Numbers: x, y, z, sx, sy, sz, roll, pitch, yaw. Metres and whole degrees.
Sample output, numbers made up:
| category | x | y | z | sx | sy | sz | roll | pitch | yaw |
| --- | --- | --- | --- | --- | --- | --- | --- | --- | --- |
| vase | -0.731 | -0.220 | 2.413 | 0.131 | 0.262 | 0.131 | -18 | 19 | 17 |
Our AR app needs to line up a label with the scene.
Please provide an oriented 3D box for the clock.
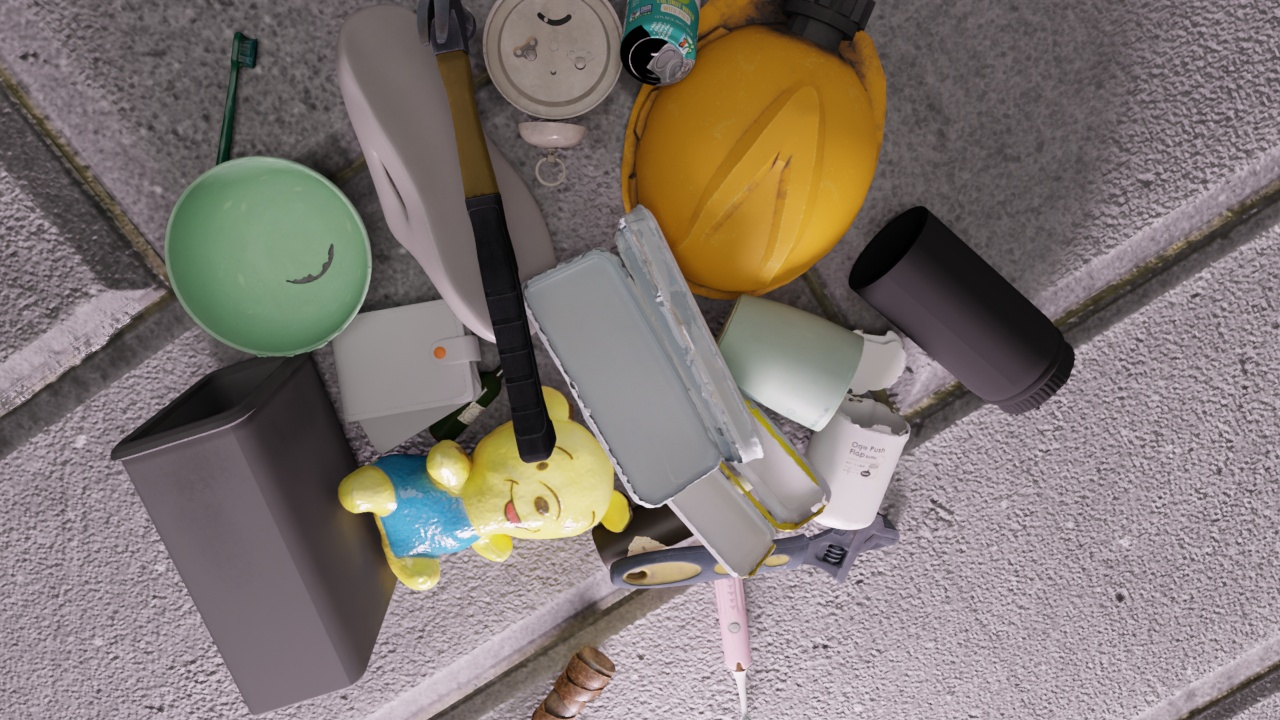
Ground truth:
| category | x | y | z | sx | sy | sz | roll | pitch | yaw |
| --- | --- | --- | --- | --- | --- | --- | --- | --- | --- |
| clock | -0.067 | -0.214 | 0.705 | 0.103 | 0.061 | 0.157 | 2 | 97 | -5 |

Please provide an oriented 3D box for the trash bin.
| category | x | y | z | sx | sy | sz | roll | pitch | yaw |
| --- | --- | --- | --- | --- | --- | --- | --- | --- | --- |
| trash bin | -0.281 | 0.121 | 0.714 | 0.097 | 0.191 | 0.220 | -17 | 107 | 1 |

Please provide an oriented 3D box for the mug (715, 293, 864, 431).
| category | x | y | z | sx | sy | sz | roll | pitch | yaw |
| --- | --- | --- | --- | --- | --- | --- | --- | --- | --- |
| mug | 0.113 | -0.005 | 0.745 | 0.104 | 0.111 | 0.084 | 25 | 99 | 1 |

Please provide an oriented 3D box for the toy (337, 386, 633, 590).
| category | x | y | z | sx | sy | sz | roll | pitch | yaw |
| --- | --- | --- | --- | --- | --- | --- | --- | --- | --- |
| toy | -0.125 | 0.107 | 0.771 | 0.214 | 0.084 | 0.149 | -19 | 127 | -3 |

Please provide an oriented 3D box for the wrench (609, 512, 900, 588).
| category | x | y | z | sx | sy | sz | roll | pitch | yaw |
| --- | --- | --- | --- | --- | --- | --- | --- | --- | --- |
| wrench | 0.107 | 0.173 | 0.814 | 0.273 | 0.022 | 0.073 | -3 | 109 | -14 |

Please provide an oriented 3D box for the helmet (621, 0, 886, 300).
| category | x | y | z | sx | sy | sz | roll | pitch | yaw |
| --- | --- | --- | --- | --- | --- | --- | --- | --- | --- |
| helmet | 0.095 | -0.157 | 0.694 | 0.205 | 0.131 | 0.256 | 20 | 104 | -9 |

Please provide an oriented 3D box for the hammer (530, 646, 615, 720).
| category | x | y | z | sx | sy | sz | roll | pitch | yaw |
| --- | --- | --- | --- | --- | --- | --- | --- | --- | --- |
| hammer | -0.134 | 0.399 | 0.874 | 0.121 | 0.049 | 0.319 | 37 | 98 | -9 |

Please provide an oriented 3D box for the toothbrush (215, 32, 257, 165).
| category | x | y | z | sx | sy | sz | roll | pitch | yaw |
| --- | --- | --- | --- | --- | --- | --- | --- | --- | --- |
| toothbrush | -0.325 | -0.161 | 0.725 | 0.017 | 0.016 | 0.190 | 12 | 104 | -11 |

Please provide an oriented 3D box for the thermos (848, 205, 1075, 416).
| category | x | y | z | sx | sy | sz | roll | pitch | yaw |
| --- | --- | --- | --- | --- | --- | --- | --- | --- | --- |
| thermos | 0.275 | -0.031 | 0.761 | 0.198 | 0.086 | 0.086 | 38 | 99 | -12 |

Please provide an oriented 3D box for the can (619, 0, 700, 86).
| category | x | y | z | sx | sy | sz | roll | pitch | yaw |
| --- | --- | --- | --- | --- | --- | --- | --- | --- | --- |
| can | 0.016 | -0.253 | 0.675 | 0.055 | 0.101 | 0.055 | 4 | 146 | 3 |

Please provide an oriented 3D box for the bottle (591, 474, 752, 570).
| category | x | y | z | sx | sy | sz | roll | pitch | yaw |
| --- | --- | --- | --- | --- | --- | --- | --- | --- | --- |
| bottle | 0.048 | 0.129 | 0.810 | 0.184 | 0.045 | 0.045 | -27 | 105 | 3 |

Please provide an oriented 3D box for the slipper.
| category | x | y | z | sx | sy | sz | roll | pitch | yaw |
| --- | --- | --- | --- | --- | --- | --- | --- | --- | --- |
| slipper | -0.160 | -0.135 | 0.714 | 0.112 | 0.081 | 0.266 | -43 | 114 | -38 |

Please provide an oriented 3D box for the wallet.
| category | x | y | z | sx | sy | sz | roll | pitch | yaw |
| --- | --- | --- | --- | --- | --- | --- | --- | --- | --- |
| wallet | -0.189 | 0.014 | 0.755 | 0.118 | 0.037 | 0.115 | -10 | 89 | 3 |

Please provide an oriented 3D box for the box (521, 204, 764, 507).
| category | x | y | z | sx | sy | sz | roll | pitch | yaw |
| --- | --- | --- | --- | --- | --- | --- | --- | --- | --- |
| box | -0.009 | 0.008 | 0.697 | 0.127 | 0.106 | 0.215 | -25 | 86 | -3 |

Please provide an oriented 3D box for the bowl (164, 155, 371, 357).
| category | x | y | z | sx | sy | sz | roll | pitch | yaw |
| --- | --- | --- | --- | --- | --- | --- | --- | --- | --- |
| bowl | -0.279 | -0.084 | 0.716 | 0.151 | 0.077 | 0.151 | -1 | 105 | -3 |

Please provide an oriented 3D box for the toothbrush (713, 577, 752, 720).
| category | x | y | z | sx | sy | sz | roll | pitch | yaw |
| --- | --- | --- | --- | --- | --- | --- | --- | --- | --- |
| toothbrush | 0.089 | 0.257 | 0.857 | 0.027 | 0.026 | 0.223 | -6 | 105 | 10 |

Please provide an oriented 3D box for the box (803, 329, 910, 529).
| category | x | y | z | sx | sy | sz | roll | pitch | yaw |
| --- | --- | --- | --- | --- | --- | --- | --- | --- | --- |
| box | 0.185 | 0.056 | 0.785 | 0.083 | 0.092 | 0.166 | 16 | 112 | -4 |

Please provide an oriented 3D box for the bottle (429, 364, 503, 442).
| category | x | y | z | sx | sy | sz | roll | pitch | yaw |
| --- | --- | --- | --- | --- | --- | --- | --- | --- | --- |
| bottle | -0.138 | 0.029 | 0.782 | 0.025 | 0.025 | 0.106 | 43 | 99 | -13 |

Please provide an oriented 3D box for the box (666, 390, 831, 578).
| category | x | y | z | sx | sy | sz | roll | pitch | yaw |
| --- | --- | --- | --- | --- | --- | --- | --- | --- | --- |
| box | 0.054 | 0.072 | 0.767 | 0.117 | 0.057 | 0.210 | -42 | 88 | -1 |

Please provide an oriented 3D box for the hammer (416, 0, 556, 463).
| category | x | y | z | sx | sy | sz | roll | pitch | yaw |
| --- | --- | --- | --- | --- | --- | --- | --- | --- | --- |
| hammer | -0.106 | -0.089 | 0.651 | 0.025 | 0.117 | 0.333 | -10 | 100 | 2 |
